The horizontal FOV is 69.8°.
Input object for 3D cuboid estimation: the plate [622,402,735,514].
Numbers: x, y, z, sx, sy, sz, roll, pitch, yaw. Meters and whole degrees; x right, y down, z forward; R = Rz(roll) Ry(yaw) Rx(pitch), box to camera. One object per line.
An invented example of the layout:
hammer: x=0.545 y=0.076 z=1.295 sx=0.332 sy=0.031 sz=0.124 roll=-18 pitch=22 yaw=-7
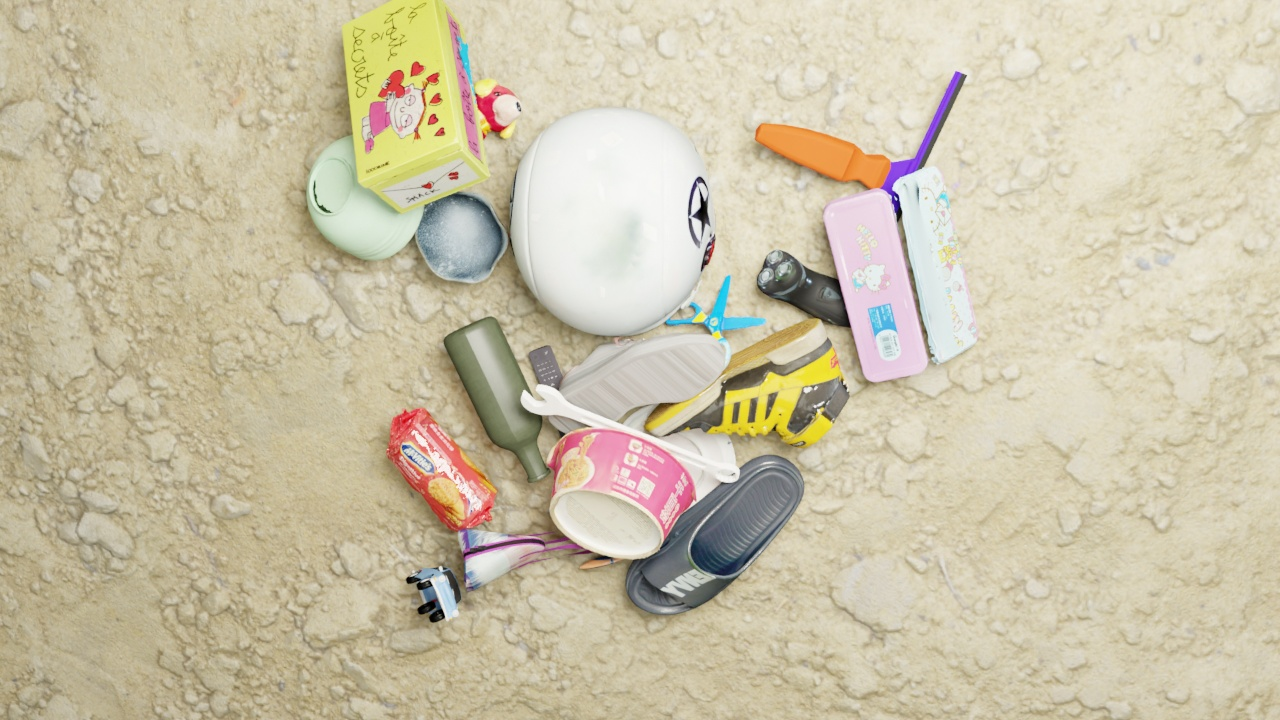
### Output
plate: x=0.039 y=0.128 z=1.135 sx=0.157 sy=0.014 sz=0.157 roll=2 pitch=104 yaw=8

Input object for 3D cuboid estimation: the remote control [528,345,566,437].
remote control: x=-0.100 y=0.047 z=1.137 sx=0.032 sy=0.015 sz=0.136 roll=-19 pitch=97 yaw=13

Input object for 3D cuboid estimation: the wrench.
wrench: x=-0.009 y=0.087 z=1.062 sx=0.273 sy=0.009 sz=0.047 roll=22 pitch=139 yaw=-11

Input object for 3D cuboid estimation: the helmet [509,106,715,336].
helmet: x=-0.038 y=-0.142 z=1.006 sx=0.237 sy=0.163 sz=0.264 roll=7 pitch=105 yaw=8

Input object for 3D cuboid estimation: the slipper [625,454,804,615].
slipper: x=0.096 y=0.229 z=1.110 sx=0.110 sy=0.083 sz=0.268 roll=41 pitch=104 yaw=-15

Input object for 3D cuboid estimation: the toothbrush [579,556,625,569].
toothbrush: x=-0.016 y=0.246 z=1.170 sx=0.135 sy=0.021 sz=0.017 roll=-22 pitch=82 yaw=11

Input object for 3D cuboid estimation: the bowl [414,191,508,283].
bowl: x=-0.206 y=-0.148 z=1.085 sx=0.110 sy=0.055 sz=0.110 roll=2 pitch=104 yaw=8

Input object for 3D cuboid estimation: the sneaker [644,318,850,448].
sneaker: x=0.130 y=0.057 z=1.067 sx=0.239 sy=0.086 sz=0.122 roll=-30 pitch=100 yaw=17

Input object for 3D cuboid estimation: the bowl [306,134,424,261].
bowl: x=-0.329 y=-0.194 z=1.058 sx=0.151 sy=0.077 sz=0.151 roll=-1 pitch=88 yaw=28

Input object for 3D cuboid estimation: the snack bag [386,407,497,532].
snack bag: x=-0.253 y=0.140 z=1.153 sx=0.082 sy=0.082 sz=0.176 roll=-40 pitch=94 yaw=15

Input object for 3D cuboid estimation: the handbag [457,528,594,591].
handbag: x=-0.137 y=0.235 z=1.142 sx=0.170 sy=0.145 sz=0.068 roll=-8 pitch=70 yaw=-11

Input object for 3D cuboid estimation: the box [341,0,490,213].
box: x=-0.245 y=-0.285 z=0.993 sx=0.124 sy=0.082 sz=0.220 roll=-17 pitch=69 yaw=14

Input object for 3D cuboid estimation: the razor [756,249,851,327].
razor: x=0.201 y=-0.077 z=1.035 sx=0.140 sy=0.064 sz=0.053 roll=23 pitch=89 yaw=-8

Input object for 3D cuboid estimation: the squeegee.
squeegee: x=0.212 y=-0.221 z=1.001 sx=0.184 sy=0.055 sz=0.250 roll=16 pitch=114 yaw=-11

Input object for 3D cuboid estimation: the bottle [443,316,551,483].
bottle: x=-0.166 y=0.051 z=1.119 sx=0.071 sy=0.071 sz=0.207 roll=-22 pitch=99 yaw=13

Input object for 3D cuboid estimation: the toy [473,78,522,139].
toy: x=-0.200 y=-0.264 z=1.048 sx=0.137 sy=0.067 sz=0.105 roll=-39 pitch=57 yaw=-2

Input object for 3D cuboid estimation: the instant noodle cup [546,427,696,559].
instant noodle cup: x=-0.031 y=0.165 z=1.078 sx=0.179 sy=0.077 sz=0.179 roll=12 pitch=139 yaw=10

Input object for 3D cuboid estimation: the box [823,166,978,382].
box: x=0.291 y=-0.092 z=1.004 sx=0.149 sy=0.051 sz=0.214 roll=-20 pitch=106 yaw=-5

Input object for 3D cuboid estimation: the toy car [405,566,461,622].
toy car: x=-0.257 y=0.292 z=1.164 sx=0.054 sy=0.154 sz=0.056 roll=-21 pitch=91 yaw=-24

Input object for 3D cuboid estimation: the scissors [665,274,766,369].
scissors: x=0.085 y=-0.040 z=1.061 sx=0.126 sy=0.014 sz=0.130 roll=-2 pitch=73 yaw=26

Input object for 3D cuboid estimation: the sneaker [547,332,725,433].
sneaker: x=-0.006 y=0.007 z=1.059 sx=0.237 sy=0.089 sz=0.099 roll=-24 pitch=129 yaw=29
